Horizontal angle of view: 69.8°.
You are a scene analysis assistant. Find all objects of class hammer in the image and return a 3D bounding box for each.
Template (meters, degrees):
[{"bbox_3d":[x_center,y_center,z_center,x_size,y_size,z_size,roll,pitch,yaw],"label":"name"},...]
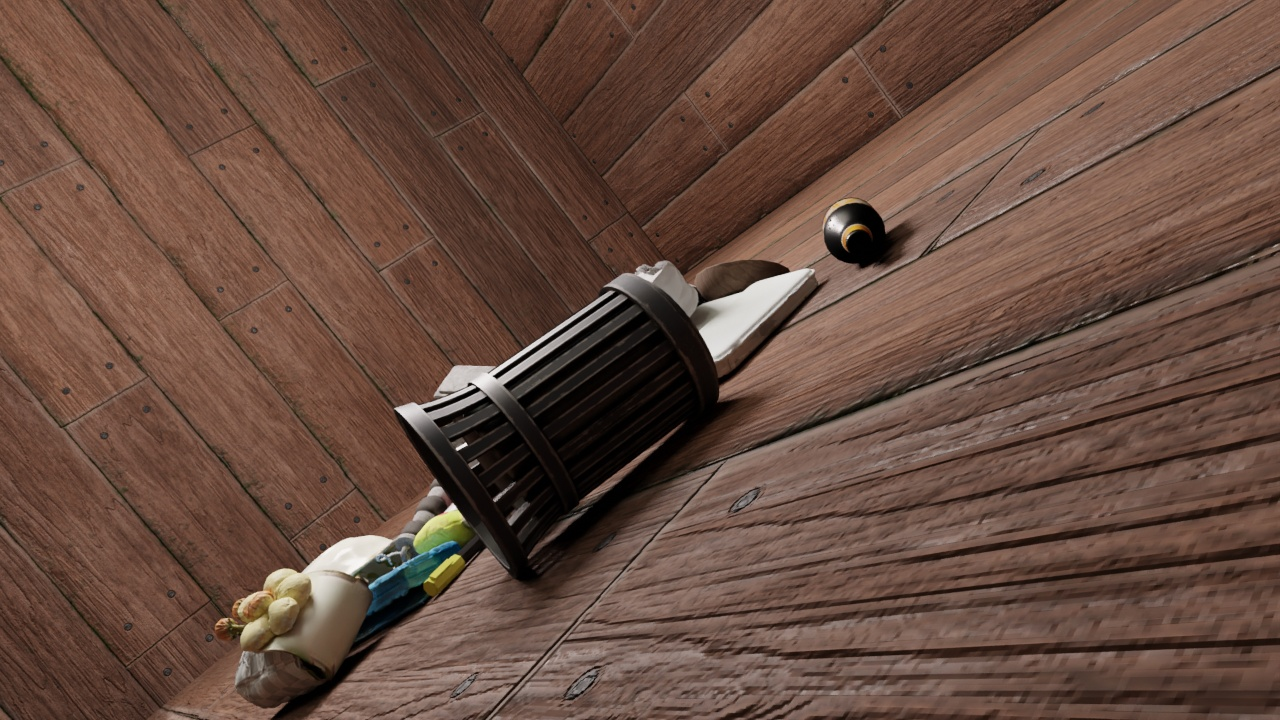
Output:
[{"bbox_3d":[-0.251,0.162,1.203,0.079,0.177,0.325,2,35,16],"label":"hammer"}]

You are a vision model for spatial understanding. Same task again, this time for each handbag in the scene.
[{"bbox_3d":[-0.367,0.285,0.947,0.172,0.123,0.112,-37,24,38],"label":"handbag"}]

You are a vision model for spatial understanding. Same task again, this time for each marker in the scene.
[{"bbox_3d":[-0.186,0.205,0.971,0.123,0.017,0.021,-43,-38,-57],"label":"marker"}]

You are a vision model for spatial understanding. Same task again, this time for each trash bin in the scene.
[{"bbox_3d":[-0.061,0.043,0.764,0.227,0.164,0.164,-36,4,-18],"label":"trash bin"}]

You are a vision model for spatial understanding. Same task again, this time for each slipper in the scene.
[{"bbox_3d":[0.010,-0.074,1.122,0.112,0.074,0.247,-34,10,-12],"label":"slipper"}]

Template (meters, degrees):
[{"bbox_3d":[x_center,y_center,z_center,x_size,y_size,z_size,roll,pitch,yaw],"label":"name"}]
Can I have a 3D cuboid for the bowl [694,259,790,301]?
[{"bbox_3d":[0.124,-0.086,1.108,0.118,0.030,0.118,-1,-16,0],"label":"bowl"}]

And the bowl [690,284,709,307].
[{"bbox_3d":[0.044,-0.070,1.270,0.120,0.066,0.120,-12,-18,-4],"label":"bowl"}]

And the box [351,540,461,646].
[{"bbox_3d":[-0.289,0.275,1.027,0.232,0.052,0.093,-35,-11,34],"label":"box"}]

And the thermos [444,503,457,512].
[{"bbox_3d":[-0.163,0.134,1.169,0.239,0.073,0.073,-47,8,-27],"label":"thermos"}]

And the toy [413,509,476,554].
[{"bbox_3d":[-0.202,0.191,1.057,0.115,0.046,0.092,-29,-16,2],"label":"toy"}]

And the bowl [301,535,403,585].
[{"bbox_3d":[-0.385,0.285,1.164,0.219,0.060,0.188,-50,-11,4],"label":"bowl"}]

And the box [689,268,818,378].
[{"bbox_3d":[0.075,-0.030,0.985,0.189,0.037,0.208,-8,24,47],"label":"box"}]

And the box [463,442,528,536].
[{"bbox_3d":[-0.108,0.097,0.906,0.081,0.106,0.149,-31,7,42],"label":"box"}]

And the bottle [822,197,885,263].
[{"bbox_3d":[0.211,-0.126,0.906,0.059,0.059,0.181,-37,5,16],"label":"bottle"}]
